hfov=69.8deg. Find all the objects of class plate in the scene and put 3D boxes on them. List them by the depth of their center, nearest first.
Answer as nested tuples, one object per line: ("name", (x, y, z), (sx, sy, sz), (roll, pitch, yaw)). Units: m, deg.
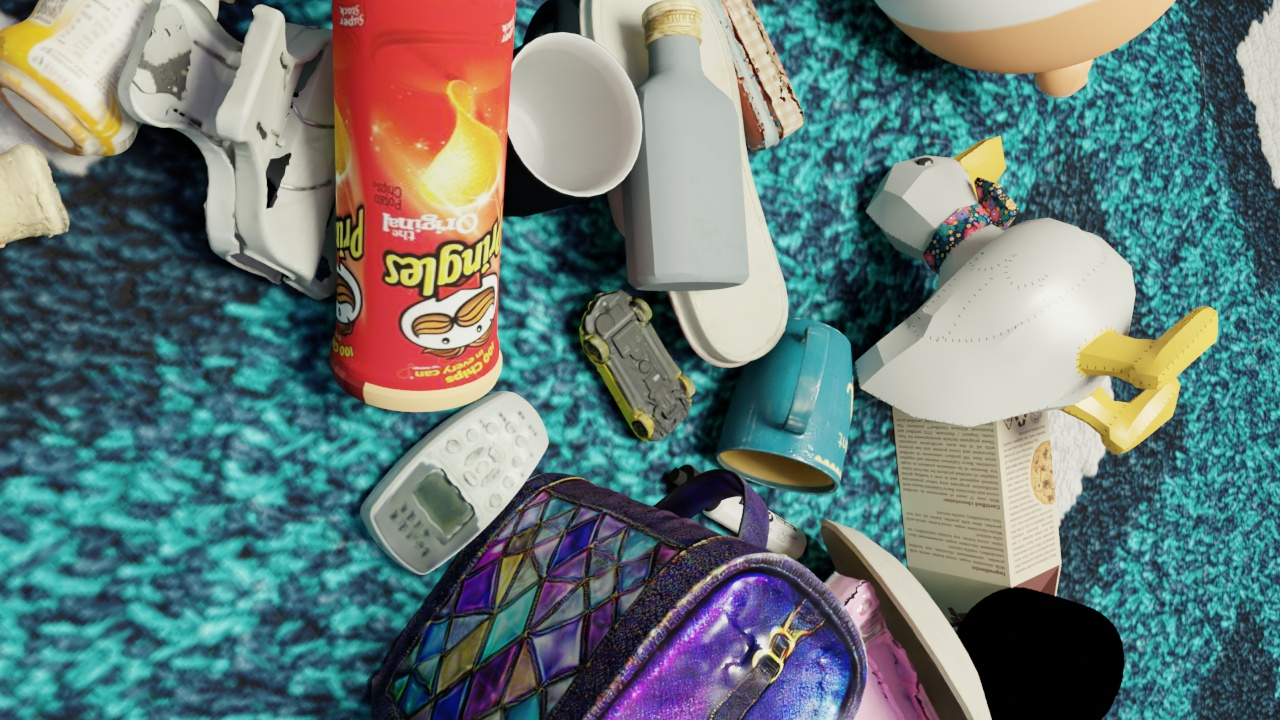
("plate", (0.187, 0.185, 0.627), (0.027, 0.188, 0.189), (-31, 109, -3))

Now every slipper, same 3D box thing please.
("slipper", (0.024, -0.127, 0.591), (0.114, 0.055, 0.274), (-20, 97, -33))

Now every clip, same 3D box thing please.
("clip", (-0.173, -0.107, 0.431), (0.147, 0.082, 0.125), (46, 55, -70))

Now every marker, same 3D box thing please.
("marker", (0.067, 0.106, 0.637), (0.126, 0.025, 0.025), (34, 71, -30))

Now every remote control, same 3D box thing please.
("remote control", (-0.101, 0.065, 0.517), (0.114, 0.028, 0.060), (-43, 112, -27))

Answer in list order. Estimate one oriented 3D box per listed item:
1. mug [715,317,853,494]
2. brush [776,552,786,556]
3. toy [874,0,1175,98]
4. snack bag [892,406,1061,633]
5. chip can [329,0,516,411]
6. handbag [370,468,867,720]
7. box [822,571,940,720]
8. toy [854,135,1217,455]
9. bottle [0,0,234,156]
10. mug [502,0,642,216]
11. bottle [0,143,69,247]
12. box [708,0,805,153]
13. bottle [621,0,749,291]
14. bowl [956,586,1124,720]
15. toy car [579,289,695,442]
("mug", (0.105, 0.023, 0.616), (0.084, 0.112, 0.104), (15, 69, 4))
("brush", (0.078, 0.267, 0.612), (0.250, 0.075, 0.194), (50, 63, -24))
("toy", (0.289, -0.336, 0.657), (0.280, 0.266, 0.262), (43, 63, -44))
("snack bag", (0.272, 0.132, 0.738), (0.069, 0.095, 0.206), (-10, 95, -35))
("chip can", (-0.102, -0.087, 0.428), (0.086, 0.087, 0.214), (-13, 125, -35))
("handbag", (-0.010, 0.150, 0.478), (0.221, 0.205, 0.125), (-50, 116, -18))
("box", (0.135, 0.271, 0.582), (0.158, 0.035, 0.230), (-41, 112, -29))
("toy", (0.250, -0.047, 0.652), (0.246, 0.267, 0.141), (-37, 146, -18))
("bottle", (-0.228, -0.143, 0.407), (0.063, 0.063, 0.108), (45, 65, -26))
("mug", (-0.057, -0.143, 0.509), (0.085, 0.095, 0.121), (14, 81, -35))
("bottle", (-0.297, -0.056, 0.372), (0.108, 0.044, 0.044), (-26, 104, -33))
("box", (0.059, -0.234, 0.622), (0.187, 0.053, 0.058), (61, 18, -19))
("bottle", (0.023, -0.123, 0.528), (0.072, 0.046, 0.161), (-3, 88, -33))
("bowl", (0.277, 0.215, 0.659), (0.115, 0.062, 0.115), (-3, 103, -14))
("toy car", (-0.003, 0.003, 0.585), (0.049, 0.030, 0.107), (-40, 114, -27))
